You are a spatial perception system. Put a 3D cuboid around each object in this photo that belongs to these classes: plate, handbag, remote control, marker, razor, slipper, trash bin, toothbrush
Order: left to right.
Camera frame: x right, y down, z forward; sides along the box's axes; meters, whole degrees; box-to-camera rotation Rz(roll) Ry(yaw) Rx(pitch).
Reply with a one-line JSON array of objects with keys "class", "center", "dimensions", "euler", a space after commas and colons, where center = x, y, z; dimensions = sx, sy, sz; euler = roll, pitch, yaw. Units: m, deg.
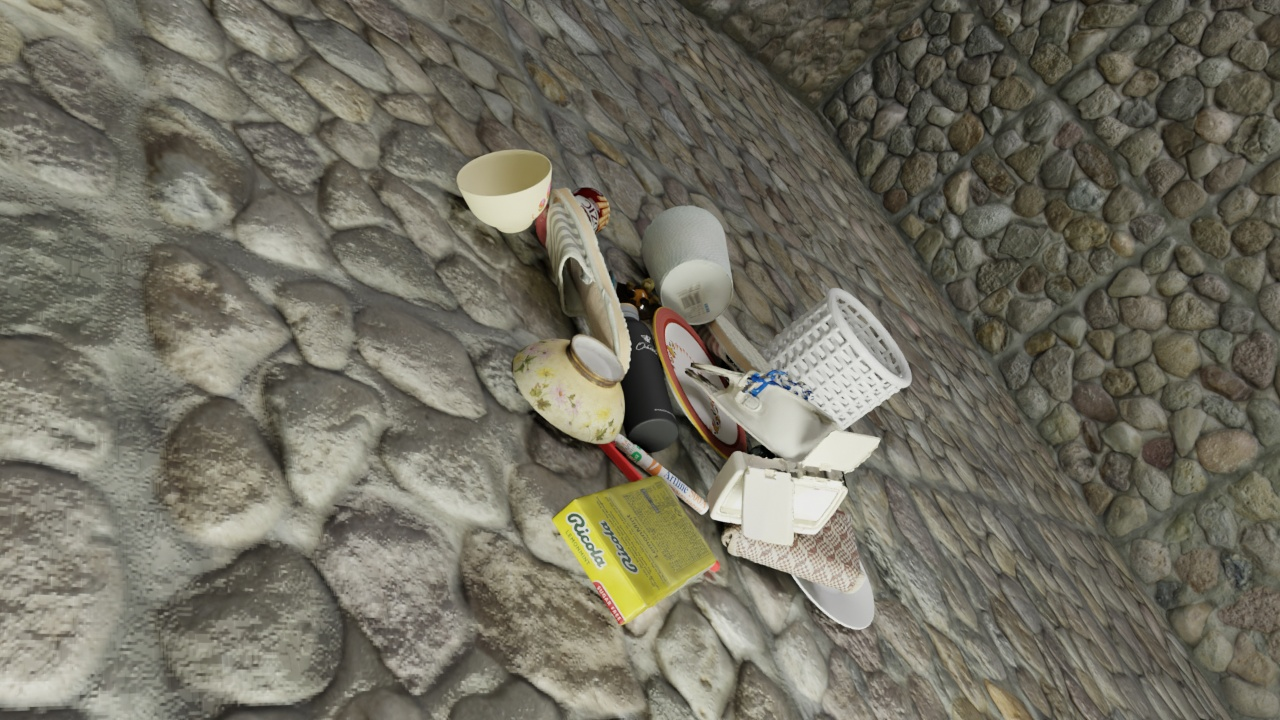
[{"class": "slipper", "center": [-0.072, -0.096, 1.119], "dimensions": [0.054, 0.115, 0.272], "euler": [-14, 61, -15]}, {"class": "toothbrush", "center": [0.017, 0.153, 1.028], "dimensions": [0.212, 0.012, 0.017], "euler": [48, 26, -1]}, {"class": "marker", "center": [0.023, 0.131, 1.062], "dimensions": [0.145, 0.017, 0.017], "euler": [40, 27, -18]}, {"class": "trash bin", "center": [0.073, -0.137, 1.358], "dimensions": [0.133, 0.133, 0.161], "euler": [36, 22, -24]}, {"class": "plate", "center": [0.074, 0.034, 1.222], "dimensions": [0.230, 0.021, 0.229], "euler": [50, 22, -29]}, {"class": "slipper", "center": [0.126, -0.025, 1.377], "dimensions": [0.115, 0.052, 0.262], "euler": [37, 12, -28]}, {"class": "remote control", "center": [0.141, 0.007, 1.427], "dimensions": [0.030, 0.009, 0.139], "euler": [45, 26, -7]}, {"class": "handbag", "center": [0.153, 0.050, 1.146], "dimensions": [0.199, 0.093, 0.200], "euler": [35, 2, 21]}, {"class": "razor", "center": [0.177, 0.141, 1.230], "dimensions": [0.140, 0.053, 0.063], "euler": [1, 93, -63]}, {"class": "handbag", "center": [0.181, 0.212, 1.129], "dimensions": [0.185, 0.047, 0.124], "euler": [21, 33, -10]}, {"class": "plate", "center": [0.235, 0.262, 1.216], "dimensions": [0.208, 0.015, 0.208], "euler": [37, 28, -24]}]

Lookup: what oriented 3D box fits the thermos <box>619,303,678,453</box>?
[{"class": "thermos", "center": [-0.007, 0.007, 1.136], "dimensions": [0.061, 0.061, 0.231], "euler": [28, 32, -36]}]

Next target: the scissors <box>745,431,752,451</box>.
[{"class": "scissors", "center": [0.149, 0.095, 1.316], "dimensions": [0.157, 0.013, 0.170], "euler": [55, 28, 14]}]

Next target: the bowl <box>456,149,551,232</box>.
[{"class": "bowl", "center": [-0.165, -0.204, 1.153], "dimensions": [0.117, 0.118, 0.074], "euler": [-96, 180, -50]}]

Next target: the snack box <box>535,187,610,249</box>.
[{"class": "snack box", "center": [-0.091, -0.196, 1.272], "dimensions": [0.072, 0.072, 0.121], "euler": [47, 25, -4]}]

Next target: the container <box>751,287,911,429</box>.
[{"class": "container", "center": [0.294, 0.015, 1.450], "dimensions": [0.189, 0.187, 0.189], "euler": [37, 28, -24]}]

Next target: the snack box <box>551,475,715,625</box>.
[{"class": "snack box", "center": [-0.001, 0.183, 0.924], "dimensions": [0.121, 0.045, 0.180], "euler": [54, 23, 15]}]

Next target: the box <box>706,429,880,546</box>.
[{"class": "box", "center": [0.172, 0.148, 1.006], "dimensions": [0.143, 0.184, 0.098], "euler": [10, 42, -14]}]

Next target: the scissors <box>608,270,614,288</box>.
[{"class": "scissors", "center": [-0.048, -0.088, 1.252], "dimensions": [0.139, 0.019, 0.136], "euler": [9, 45, -55]}]

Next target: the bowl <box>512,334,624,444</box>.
[{"class": "bowl", "center": [-0.064, 0.018, 1.013], "dimensions": [0.145, 0.063, 0.145], "euler": [33, 25, -18]}]

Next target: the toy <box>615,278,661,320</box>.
[{"class": "toy", "center": [-0.002, -0.085, 1.264], "dimensions": [0.076, 0.062, 0.100], "euler": [31, 7, 3]}]
